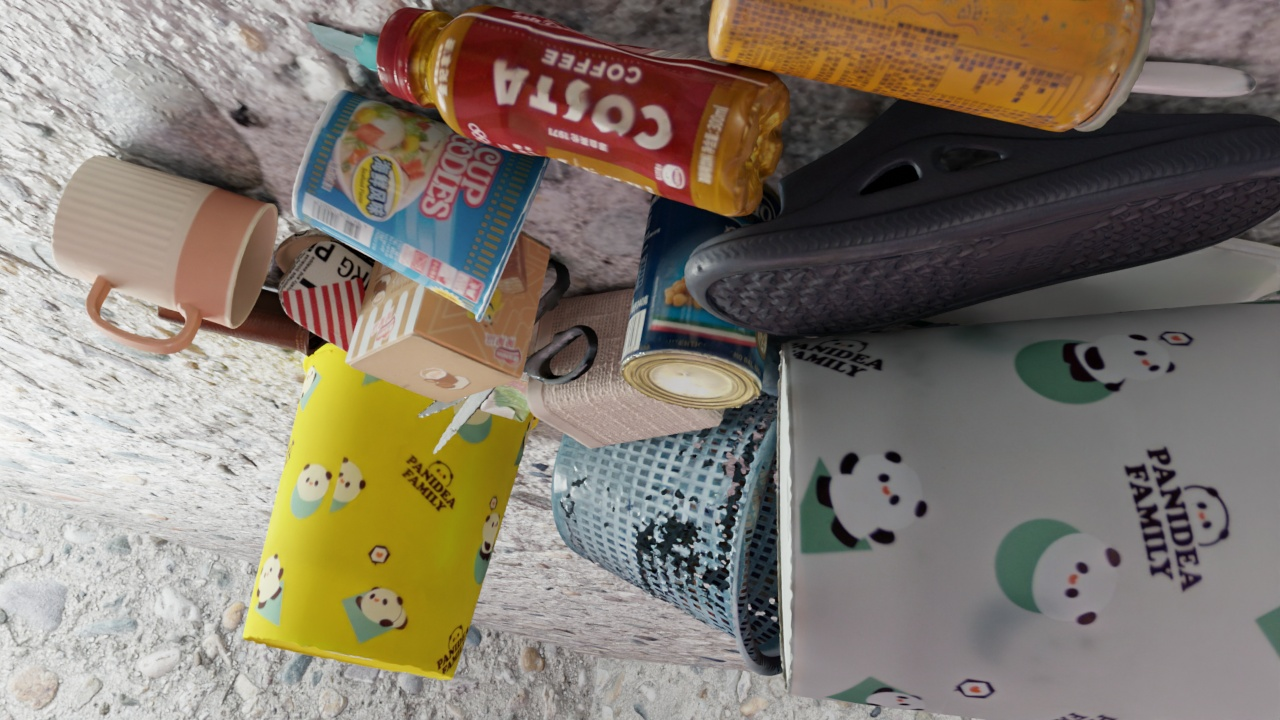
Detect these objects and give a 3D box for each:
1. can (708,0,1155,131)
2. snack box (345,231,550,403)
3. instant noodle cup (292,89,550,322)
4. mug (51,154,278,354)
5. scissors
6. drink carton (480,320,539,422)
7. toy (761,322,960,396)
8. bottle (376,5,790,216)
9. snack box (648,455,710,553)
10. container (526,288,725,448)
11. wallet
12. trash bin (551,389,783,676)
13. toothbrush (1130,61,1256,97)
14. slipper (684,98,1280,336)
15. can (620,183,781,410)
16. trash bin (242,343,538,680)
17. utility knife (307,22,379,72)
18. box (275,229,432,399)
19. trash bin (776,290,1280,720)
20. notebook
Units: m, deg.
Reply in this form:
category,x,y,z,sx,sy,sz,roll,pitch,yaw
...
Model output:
category,x,y,z,sx,sy,sz,roll,pitch,yaw
can,0.100,-0.124,0.330,0.146,0.058,0.058,11,157,-2
snack box,-0.122,-0.035,0.584,0.077,0.094,0.093,27,152,-35
instant noodle cup,-0.116,-0.085,0.478,0.110,0.099,0.099,22,155,-11
mug,-0.299,-0.062,0.572,0.106,0.114,0.082,17,156,-11
scissors,-0.092,0.008,0.621,0.163,0.165,0.014,20,-172,37
drink carton,-0.095,0.003,0.714,0.045,0.053,0.123,16,156,-10
toy,0.213,0.037,0.613,0.356,0.091,0.138,12,156,-11
bottle,-0.029,-0.110,0.384,0.175,0.057,0.057,20,161,18
snack box,0.036,0.161,0.998,0.051,0.074,0.175,10,157,-1
container,-0.004,0.004,0.636,0.111,0.090,0.090,-9,150,32
wallet,-0.280,-0.033,0.673,0.101,0.032,0.124,15,-174,-8
trash bin,0.046,0.106,0.724,0.195,0.226,0.226,11,161,32
toothbrush,0.153,-0.121,0.371,0.180,0.016,0.016,8,151,8
slipper,0.150,-0.075,0.417,0.268,0.083,0.111,-11,161,4
can,0.034,-0.036,0.494,0.075,0.111,0.075,9,157,4
trash bin,-0.232,0.145,0.844,0.229,0.254,0.230,9,157,4
utility knife,-0.075,-0.132,0.443,0.174,0.013,0.029,16,154,-6
box,-0.186,-0.040,0.659,0.163,0.076,0.086,35,-179,-40
trash bin,0.198,0.080,0.466,0.252,0.229,0.230,-1,156,6
notebook,0.228,-0.042,0.525,0.209,0.012,0.151,11,159,0
